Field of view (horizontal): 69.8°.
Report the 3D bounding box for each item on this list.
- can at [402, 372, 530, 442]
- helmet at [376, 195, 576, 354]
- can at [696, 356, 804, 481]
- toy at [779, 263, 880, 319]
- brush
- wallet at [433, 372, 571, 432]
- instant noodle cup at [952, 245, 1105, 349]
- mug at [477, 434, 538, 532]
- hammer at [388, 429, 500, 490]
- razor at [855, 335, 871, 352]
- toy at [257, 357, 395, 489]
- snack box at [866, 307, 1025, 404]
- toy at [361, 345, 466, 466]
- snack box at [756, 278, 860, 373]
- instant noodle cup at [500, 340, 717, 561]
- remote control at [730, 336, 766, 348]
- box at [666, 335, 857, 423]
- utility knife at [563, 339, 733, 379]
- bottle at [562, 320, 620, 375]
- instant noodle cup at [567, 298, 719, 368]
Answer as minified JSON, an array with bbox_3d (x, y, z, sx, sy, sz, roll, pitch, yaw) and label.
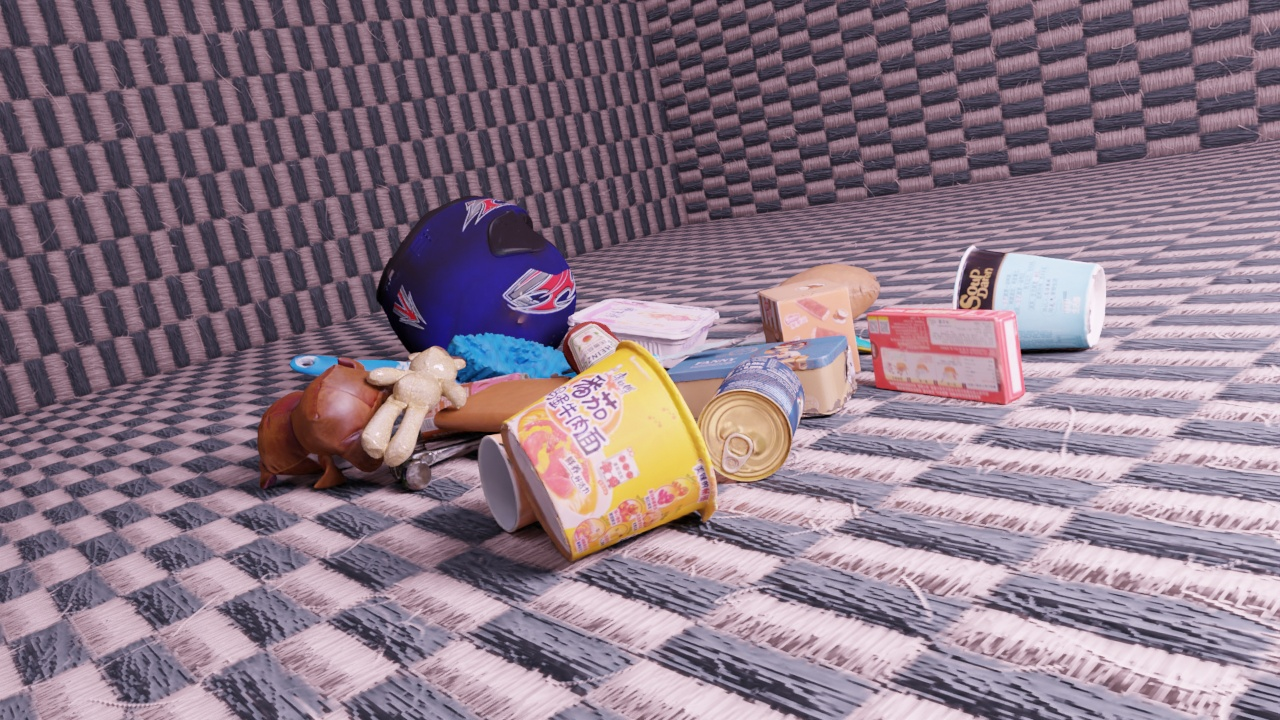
[{"bbox_3d":[-0.199,0.055,1.070,0.147,0.058,0.058,-11,12,5],"label":"can"},{"bbox_3d":[-0.211,-0.096,1.341,0.240,0.248,0.314,34,32,7],"label":"helmet"},{"bbox_3d":[0.094,0.045,0.759,0.075,0.075,0.111,-9,12,18],"label":"can"},{"bbox_3d":[0.252,-0.092,1.259,0.143,0.082,0.225,-5,10,13],"label":"toy"},{"bbox_3d":[-0.241,0.006,1.090,0.314,0.060,0.110,12,-37,-35],"label":"brush"},{"bbox_3d":[-0.135,0.046,0.956,0.132,0.031,0.107,-2,19,38],"label":"wallet"},{"bbox_3d":[0.380,-0.054,0.891,0.121,0.111,0.111,7,21,36],"label":"instant noodle cup"},{"bbox_3d":[-0.061,0.085,0.749,0.122,0.078,0.078,-14,11,-28],"label":"mug"},{"bbox_3d":[-0.115,0.065,0.999,0.322,0.032,0.126,-18,13,-24],"label":"hammer"},{"bbox_3d":[0.262,-0.022,1.019,0.043,0.028,0.133,9,-3,-43],"label":"razor"},{"bbox_3d":[-0.343,0.074,0.999,0.200,0.130,0.139,-18,46,32],"label":"toy"},{"bbox_3d":[0.269,-0.007,0.823,0.025,0.075,0.153,-17,12,-28],"label":"snack box"},{"bbox_3d":[-0.231,0.044,0.935,0.105,0.066,0.156,10,39,7],"label":"toy"},{"bbox_3d":[0.180,-0.032,0.988,0.077,0.094,0.092,-13,11,-3],"label":"snack box"},{"bbox_3d":[-0.027,0.069,0.650,0.109,0.138,0.138,-27,15,-17],"label":"instant noodle cup"},{"bbox_3d":[0.121,-0.004,1.105,0.056,0.019,0.134,-3,15,41],"label":"remote control"},{"bbox_3d":[0.112,0.021,0.896,0.185,0.061,0.089,-5,13,26],"label":"box"},{"bbox_3d":[-0.006,0.006,0.969,0.237,0.018,0.034,-14,11,32],"label":"utility knife"},{"bbox_3d":[-0.017,0.027,0.887,0.059,0.060,0.206,-16,33,-18],"label":"bottle"},{"bbox_3d":[0.005,-0.034,1.212,0.174,0.060,0.137,6,19,25],"label":"instant noodle cup"}]
